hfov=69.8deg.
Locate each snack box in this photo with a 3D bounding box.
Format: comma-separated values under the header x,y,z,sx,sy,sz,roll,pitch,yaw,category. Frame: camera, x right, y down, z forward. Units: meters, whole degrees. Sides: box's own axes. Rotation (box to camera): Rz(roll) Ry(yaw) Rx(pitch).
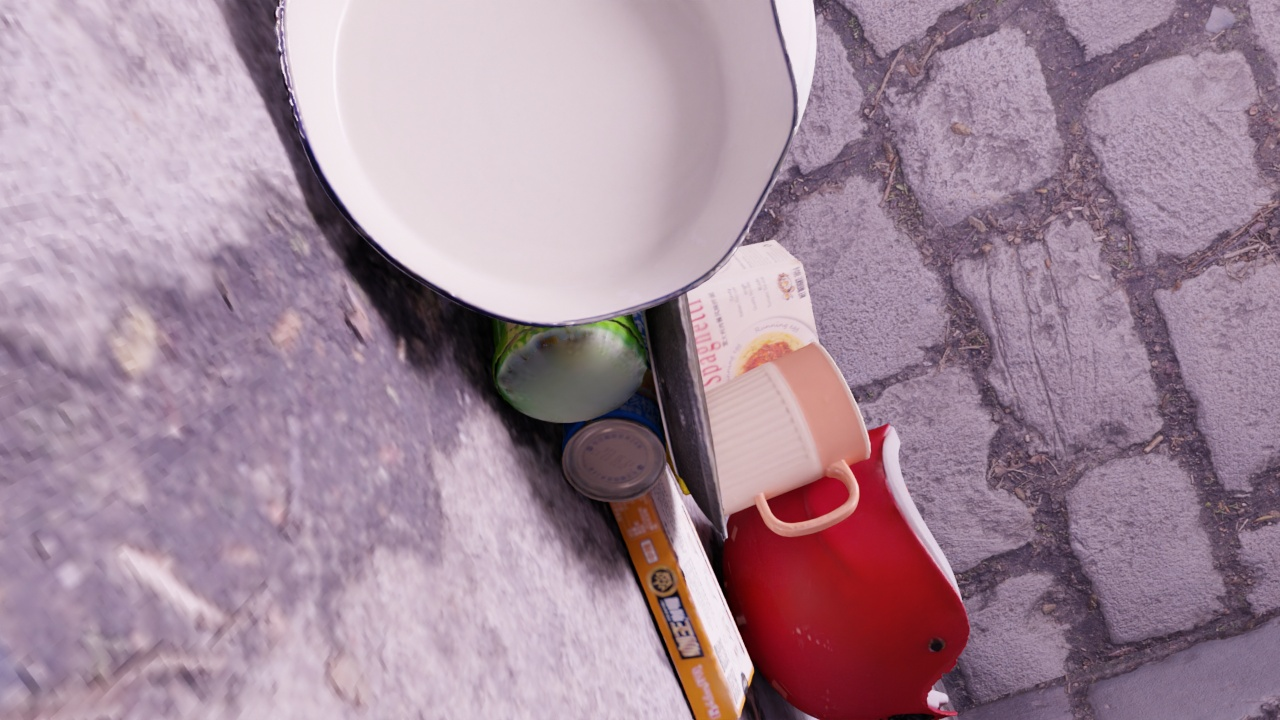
x,y,z,sx,sy,sz,roll,pitch,yaw,category
0.023,0.126,0.533,0.153,0.026,0.075,67,12,4,snack box

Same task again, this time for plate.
x,y,z,sx,sy,sz,roll,pitch,yaw,category
0.020,0.005,0.483,0.179,0.024,0.179,-7,88,-86,plate
-0.037,-0.115,0.376,0.205,0.204,0.046,65,-17,-5,plate

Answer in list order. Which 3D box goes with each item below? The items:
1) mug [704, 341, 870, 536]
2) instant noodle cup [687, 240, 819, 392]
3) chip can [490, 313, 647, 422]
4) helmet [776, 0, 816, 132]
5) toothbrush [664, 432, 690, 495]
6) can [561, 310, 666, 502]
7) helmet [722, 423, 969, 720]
x,y,z,sx,sy,sz,roll,pitch,yaw,category
0.088,0.059,0.592,0.082,0.106,0.114,69,-2,-62,mug
0.057,-0.027,0.669,0.116,0.124,0.116,-113,-174,-67,instant noodle cup
-0.049,-0.069,0.481,0.072,0.073,0.221,53,18,-48,chip can
0.032,-0.187,0.613,0.229,0.145,0.258,-179,-86,-73,helmet
-0.004,0.004,0.611,0.016,0.016,0.190,85,-18,-63,toothbrush
-0.015,0.015,0.512,0.053,0.053,0.134,59,14,-30,can
0.135,0.171,0.671,0.206,0.144,0.240,-98,178,-46,helmet
